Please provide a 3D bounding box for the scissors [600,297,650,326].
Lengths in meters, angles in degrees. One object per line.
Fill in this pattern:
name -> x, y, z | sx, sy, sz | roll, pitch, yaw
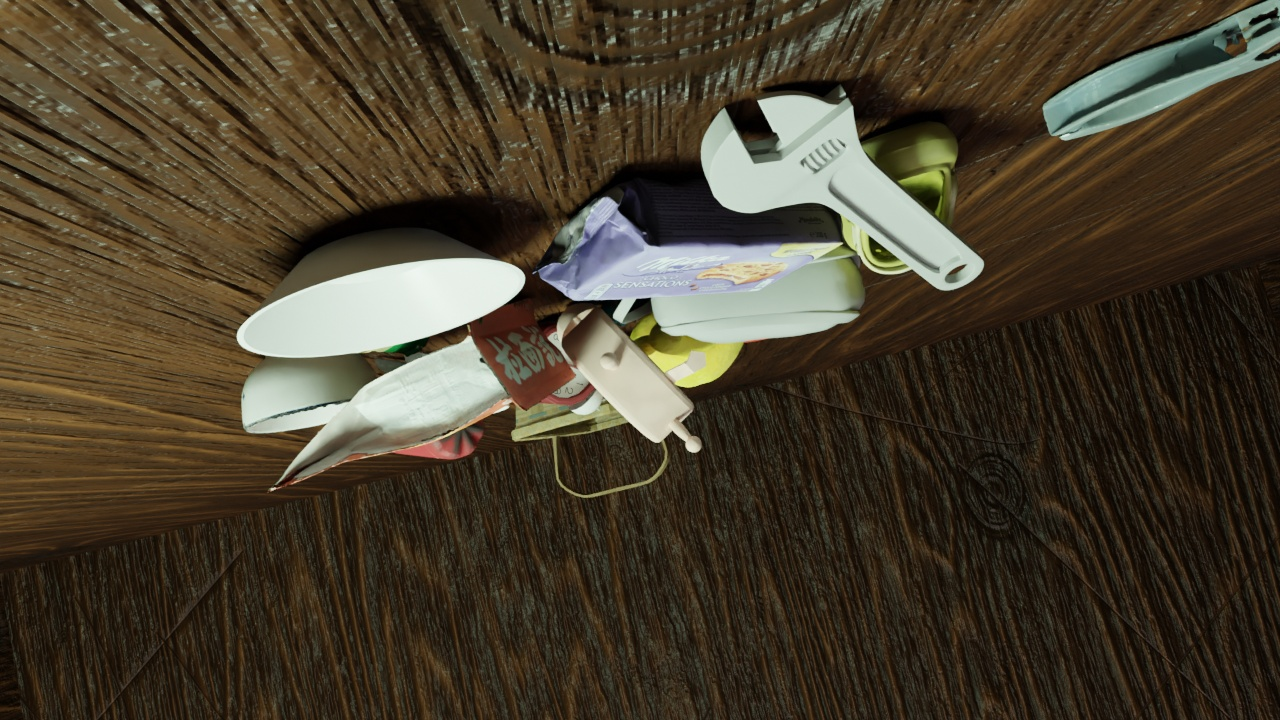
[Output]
scissors -> -0.025, -0.046, 0.946 | 0.150, 0.019, 0.130 | -18, 171, 23

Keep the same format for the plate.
plate -> -0.161, -0.047, 0.569 | 0.174, 0.036, 0.174 | -16, 171, -3

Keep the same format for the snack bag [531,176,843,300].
snack bag -> 0.036, -0.084, 0.613 | 0.205, 0.058, 0.097 | -5, 167, -38

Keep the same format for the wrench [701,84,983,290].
wrench -> 0.137, -0.089, 0.565 | 0.087, 0.018, 0.273 | -35, 144, 27

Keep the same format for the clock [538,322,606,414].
clock -> -0.075, 0.006, 0.926 | 0.124, 0.087, 0.044 | 18, 171, -31

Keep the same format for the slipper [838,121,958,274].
slipper -> 0.186, -0.105, 0.646 | 0.092, 0.081, 0.190 | -18, 170, 10

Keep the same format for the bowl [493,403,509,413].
bowl -> -0.186, 0.031, 1.061 | 0.118, 0.062, 0.118 | -14, 173, -2

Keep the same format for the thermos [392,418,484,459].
thermos -> -0.276, 0.069, 1.040 | 0.240, 0.073, 0.073 | -1, -176, 42

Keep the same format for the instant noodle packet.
instant noodle packet -> -0.180, 0.043, 0.757 | 0.221, 0.084, 0.164 | -30, -177, 13

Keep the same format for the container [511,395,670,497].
container -> -0.050, 0.076, 1.180 | 0.158, 0.186, 0.249 | -16, 173, 20

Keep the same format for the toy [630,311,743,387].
toy -> 0.053, -0.023, 0.983 | 0.134, 0.092, 0.207 | -13, 170, 5

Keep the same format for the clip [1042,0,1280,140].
clip -> 0.322, -0.177, 0.545 | 0.164, 0.028, 0.106 | -20, 173, 35

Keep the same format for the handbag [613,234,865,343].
handbag -> 0.090, -0.068, 0.824 | 0.216, 0.095, 0.222 | -4, -176, 6

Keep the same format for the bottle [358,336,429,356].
bottle -> -0.205, -0.024, 0.667 | 0.043, 0.043, 0.110 | -18, 171, 31

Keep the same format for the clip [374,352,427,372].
clip -> -0.228, 0.014, 0.940 | 0.057, 0.054, 0.102 | -52, 168, 5

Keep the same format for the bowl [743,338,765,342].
bowl -> 0.169, -0.060, 1.103 | 0.130, 0.045, 0.130 | -14, 173, -2

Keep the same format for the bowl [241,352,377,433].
bowl -> -0.280, 0.019, 0.776 | 0.113, 0.063, 0.113 | -14, 173, -2

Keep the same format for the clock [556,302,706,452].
clock -> -0.005, 0.005, 0.847 | 0.086, 0.131, 0.160 | -47, -153, -5
